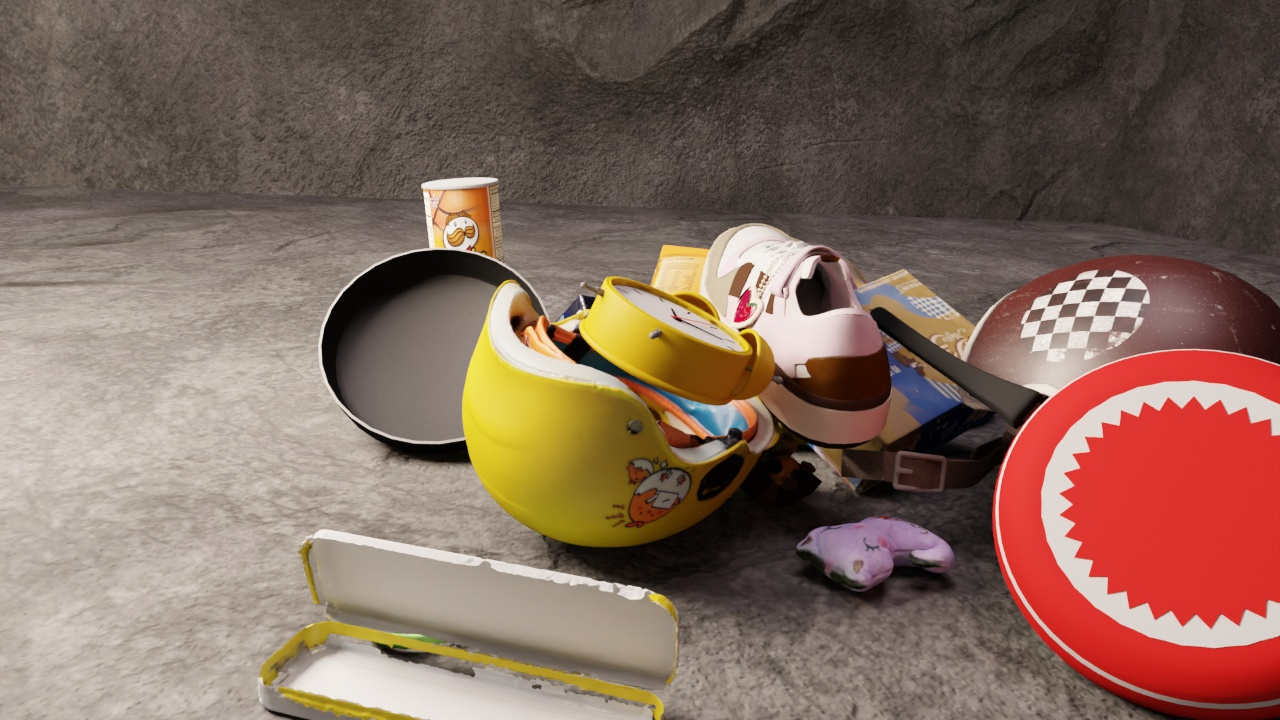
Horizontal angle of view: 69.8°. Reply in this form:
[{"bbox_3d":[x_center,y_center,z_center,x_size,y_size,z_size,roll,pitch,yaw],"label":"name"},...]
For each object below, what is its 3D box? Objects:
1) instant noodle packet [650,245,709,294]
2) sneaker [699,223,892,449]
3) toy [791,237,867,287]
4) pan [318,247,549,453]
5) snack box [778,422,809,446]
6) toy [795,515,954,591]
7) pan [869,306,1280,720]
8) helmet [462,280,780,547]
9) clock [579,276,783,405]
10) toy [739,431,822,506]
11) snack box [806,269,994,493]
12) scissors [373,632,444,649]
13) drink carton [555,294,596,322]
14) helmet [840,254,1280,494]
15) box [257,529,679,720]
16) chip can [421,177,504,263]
[{"bbox_3d":[0.073,-0.049,1.066,0.160,0.032,0.220,8,54,17],"label":"instant noodle packet"},{"bbox_3d":[0.118,-0.063,0.736,0.111,0.117,0.293,-1,33,-7],"label":"sneaker"},{"bbox_3d":[0.188,-0.081,1.167,0.203,0.163,0.198,38,31,26],"label":"toy"},{"bbox_3d":[-0.116,0.023,0.821,0.356,0.044,0.203,26,61,9],"label":"pan"},{"bbox_3d":[0.088,0.021,0.876,0.181,0.045,0.121,2,51,-9],"label":"snack box"},{"bbox_3d":[0.164,0.131,0.629,0.099,0.036,0.080,-7,18,-38],"label":"toy"},{"bbox_3d":[0.266,0.051,0.561,0.356,0.209,0.067,43,3,37],"label":"pan"},{"bbox_3d":[-0.024,0.058,0.667,0.239,0.140,0.209,18,16,-42],"label":"helmet"},{"bbox_3d":[0.028,-0.014,0.623,0.151,0.052,0.113,9,23,-50],"label":"clock"},{"bbox_3d":[0.108,0.086,0.718,0.076,0.062,0.100,21,-3,-2],"label":"toy"},{"bbox_3d":[0.221,0.011,0.836,0.202,0.069,0.155,-21,55,-33],"label":"snack box"},{"bbox_3d":[-0.077,0.154,0.542,0.171,0.028,0.138,7,13,28],"label":"scissors"},{"bbox_3d":[-0.064,-0.010,0.903,0.064,0.130,0.040,8,52,-39],"label":"drink carton"},{"bbox_3d":[0.348,0.036,0.685,0.233,0.233,0.254,36,-23,-34],"label":"helmet"},{"bbox_3d":[-0.090,0.152,0.456,0.210,0.079,0.080,8,32,14],"label":"box"},{"bbox_3d":[-0.173,-0.074,0.938,0.075,0.215,0.075,-3,17,1],"label":"chip can"}]
